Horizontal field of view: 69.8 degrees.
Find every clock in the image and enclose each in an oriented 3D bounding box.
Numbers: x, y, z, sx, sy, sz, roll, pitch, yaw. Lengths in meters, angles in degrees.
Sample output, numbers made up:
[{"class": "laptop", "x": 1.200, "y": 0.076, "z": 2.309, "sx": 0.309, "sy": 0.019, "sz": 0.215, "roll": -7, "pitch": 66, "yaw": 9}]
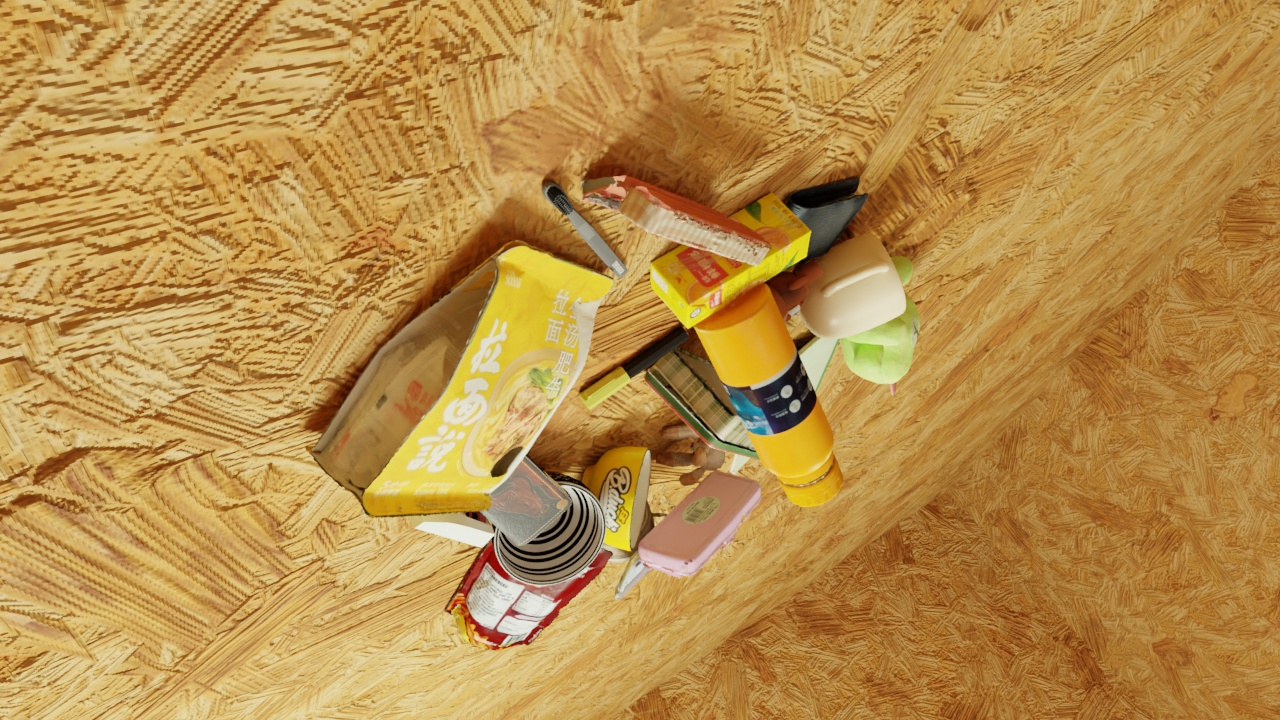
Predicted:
[{"class": "clock", "x": -0.045, "y": 0.203, "z": 1.113, "sx": 0.140, "sy": 0.093, "sz": 0.055, "roll": -32, "pitch": 149, "yaw": -18}]

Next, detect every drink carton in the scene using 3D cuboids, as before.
[{"class": "drink carton", "x": 0.078, "y": -0.088, "z": 0.802, "sx": 0.134, "sy": 0.058, "sz": 0.043, "roll": -31, "pitch": 153, "yaw": -15}]

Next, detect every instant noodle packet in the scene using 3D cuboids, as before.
[{"class": "instant noodle packet", "x": -0.118, "y": 0.012, "z": 0.695, "sx": 0.222, "sy": 0.084, "sz": 0.162, "roll": -51, "pitch": 156, "yaw": 12}]

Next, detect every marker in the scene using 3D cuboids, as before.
[{"class": "marker", "x": -0.005, "y": 0.005, "z": 0.902, "sx": 0.123, "sy": 0.017, "sz": 0.021, "roll": -35, "pitch": 157, "yaw": -11}]

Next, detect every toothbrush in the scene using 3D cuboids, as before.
[{"class": "toothbrush", "x": -0.038, "y": -0.094, "z": 0.688, "sx": 0.013, "sy": 0.013, "sz": 0.167, "roll": -40, "pitch": 159, "yaw": 3}]

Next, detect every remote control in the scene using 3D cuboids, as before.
[{"class": "remote control", "x": -0.178, "y": 0.141, "z": 0.858, "sx": 0.024, "sy": 0.049, "sz": 0.143, "roll": -38, "pitch": 156, "yaw": 1}]

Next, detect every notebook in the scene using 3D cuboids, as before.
[{"class": "notebook", "x": 0.202, "y": 0.047, "z": 1.255, "sx": 0.181, "sy": 0.010, "sz": 0.253, "roll": -39, "pitch": 158, "yaw": -23}]

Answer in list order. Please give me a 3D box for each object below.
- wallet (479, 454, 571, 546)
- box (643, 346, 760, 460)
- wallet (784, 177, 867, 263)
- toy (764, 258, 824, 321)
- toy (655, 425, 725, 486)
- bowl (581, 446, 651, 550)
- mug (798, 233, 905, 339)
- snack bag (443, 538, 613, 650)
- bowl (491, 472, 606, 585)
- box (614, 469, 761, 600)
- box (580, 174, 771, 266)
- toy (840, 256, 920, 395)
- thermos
[{"class": "wallet", "x": -0.125, "y": 0.126, "z": 0.887, "sx": 0.072, "sy": 0.019, "sz": 0.123, "roll": -41, "pitch": 133, "yaw": -5}, {"class": "box", "x": 0.090, "y": 0.053, "z": 1.003, "sx": 0.051, "sy": 0.117, "sz": 0.205, "roll": -46, "pitch": 157, "yaw": 11}, {"class": "wallet", "x": 0.166, "y": -0.130, "z": 0.894, "sx": 0.114, "sy": 0.026, "sz": 0.089, "roll": -19, "pitch": 152, "yaw": -37}, {"class": "toy", "x": 0.130, "y": -0.051, "z": 0.924, "sx": 0.128, "sy": 0.065, "sz": 0.095, "roll": -33, "pitch": 180, "yaw": 6}, {"class": "toy", "x": 0.078, "y": 0.099, "z": 1.145, "sx": 0.105, "sy": 0.074, "sz": 0.085, "roll": -31, "pitch": 143, "yaw": -26}, {"class": "bowl", "x": -0.031, "y": 0.152, "z": 1.045, "sx": 0.117, "sy": 0.068, "sz": 0.117, "roll": 10, "pitch": 89, "yaw": -81}, {"class": "mug", "x": 0.213, "y": -0.074, "z": 0.963, "sx": 0.100, "sy": 0.096, "sz": 0.120, "roll": -23, "pitch": 171, "yaw": 2}, {"class": "snack bag", "x": -0.141, "y": 0.269, "z": 1.082, "sx": 0.139, "sy": 0.066, "sz": 0.208, "roll": 25, "pitch": 129, "yaw": -16}, {"class": "bowl", "x": -0.103, "y": 0.171, "z": 0.979, "sx": 0.120, "sy": 0.066, "sz": 0.120, "roll": -7, "pitch": 110, "yaw": -18}, {"class": "box", "x": 0.051, "y": 0.200, "z": 1.103, "sx": 0.147, "sy": 0.077, "sz": 0.201, "roll": -24, "pitch": -174, "yaw": 37}, {"class": "box", "x": 0.031, "y": -0.106, "z": 0.690, "sx": 0.186, "sy": 0.082, "sz": 0.042, "roll": 7, "pitch": 119, "yaw": -56}, {"class": "toy", "x": 0.292, "y": -0.043, "z": 1.135, "sx": 0.197, "sy": 0.107, "sz": 0.150, "roll": 66, "pitch": 34, "yaw": -64}, {"class": "thermos", "x": 0.129, "y": 0.034, "z": 0.876, "sx": 0.076, "sy": 0.091, "sz": 0.233, "roll": -18, "pitch": 121, "yaw": 19}]
